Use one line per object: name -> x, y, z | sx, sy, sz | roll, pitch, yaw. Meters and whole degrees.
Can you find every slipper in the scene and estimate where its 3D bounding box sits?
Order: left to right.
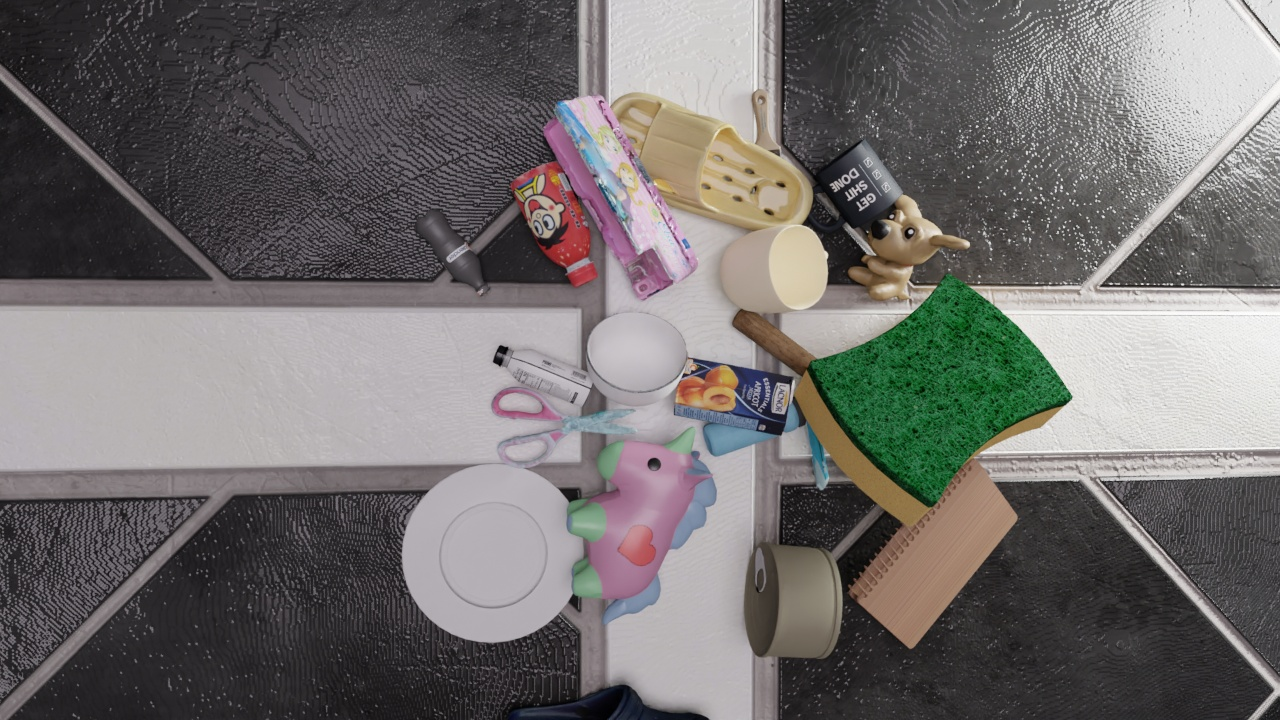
slipper -> -0.032, 0.421, 1.037 | 0.253, 0.105, 0.095 | 5, 98, -5
slipper -> 0.076, -0.218, 1.041 | 0.261, 0.079, 0.111 | 23, 96, -4

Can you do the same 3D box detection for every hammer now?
hammer -> 0.243, 0.041, 1.087 | 0.322, 0.040, 0.129 | 36, 68, -2

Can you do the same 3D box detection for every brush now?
brush -> 0.148, -0.246, 1.088 | 0.039, 0.012, 0.151 | -8, 92, -6
brush -> 0.322, 0.039, 1.022 | 0.249, 0.075, 0.195 | -31, 68, -20

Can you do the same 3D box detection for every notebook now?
notebook -> 0.347, 0.225, 1.080 | 0.210, 0.022, 0.169 | -49, 128, -4

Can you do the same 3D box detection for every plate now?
plate -> -0.169, 0.224, 1.059 | 0.208, 0.015, 0.208 | 0, 92, -7

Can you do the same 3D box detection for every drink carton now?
drink carton -> 0.107, 0.042, 1.053 | 0.130, 0.040, 0.064 | 11, 66, 6

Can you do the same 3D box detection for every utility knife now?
utility knife -> 0.206, 0.097, 1.082 | 0.022, 0.015, 0.124 | -41, 126, -43

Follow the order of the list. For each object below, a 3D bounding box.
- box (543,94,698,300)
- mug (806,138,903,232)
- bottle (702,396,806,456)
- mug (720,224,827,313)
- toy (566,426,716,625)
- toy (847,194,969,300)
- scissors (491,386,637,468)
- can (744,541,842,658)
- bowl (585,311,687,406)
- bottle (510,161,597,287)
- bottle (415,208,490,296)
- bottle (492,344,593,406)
box -> -0.037, -0.172, 1.007 | 0.087, 0.105, 0.230 | -27, 97, 36
mug -> 0.242, -0.197, 1.079 | 0.105, 0.071, 0.077 | -36, 96, 22
bottle -> 0.140, 0.076, 1.082 | 0.130, 0.040, 0.040 | -18, 94, -7
mug -> 0.153, -0.105, 1.051 | 0.120, 0.100, 0.096 | -22, 103, -35
toy -> 0.003, 0.189, 1.039 | 0.171, 0.120, 0.222 | -4, 97, -3
toy -> 0.304, -0.125, 1.076 | 0.105, 0.134, 0.108 | 12, 118, -29
scissors -> -0.084, 0.087, 1.042 | 0.179, 0.016, 0.105 | 6, 102, 8
can -> 0.172, 0.275, 1.049 | 0.073, 0.128, 0.128 | 6, 91, -9
bowl -> -0.006, 0.006, 1.039 | 0.113, 0.063, 0.113 | 3, 54, -4
bottle -> -0.091, -0.150, 1.036 | 0.062, 0.062, 0.137 | -26, 94, -6
bottle -> -0.209, -0.120, 1.034 | 0.036, 0.036, 0.110 | -38, 96, -5
bottle -> -0.112, 0.014, 1.048 | 0.116, 0.041, 0.041 | 23, 89, -7
